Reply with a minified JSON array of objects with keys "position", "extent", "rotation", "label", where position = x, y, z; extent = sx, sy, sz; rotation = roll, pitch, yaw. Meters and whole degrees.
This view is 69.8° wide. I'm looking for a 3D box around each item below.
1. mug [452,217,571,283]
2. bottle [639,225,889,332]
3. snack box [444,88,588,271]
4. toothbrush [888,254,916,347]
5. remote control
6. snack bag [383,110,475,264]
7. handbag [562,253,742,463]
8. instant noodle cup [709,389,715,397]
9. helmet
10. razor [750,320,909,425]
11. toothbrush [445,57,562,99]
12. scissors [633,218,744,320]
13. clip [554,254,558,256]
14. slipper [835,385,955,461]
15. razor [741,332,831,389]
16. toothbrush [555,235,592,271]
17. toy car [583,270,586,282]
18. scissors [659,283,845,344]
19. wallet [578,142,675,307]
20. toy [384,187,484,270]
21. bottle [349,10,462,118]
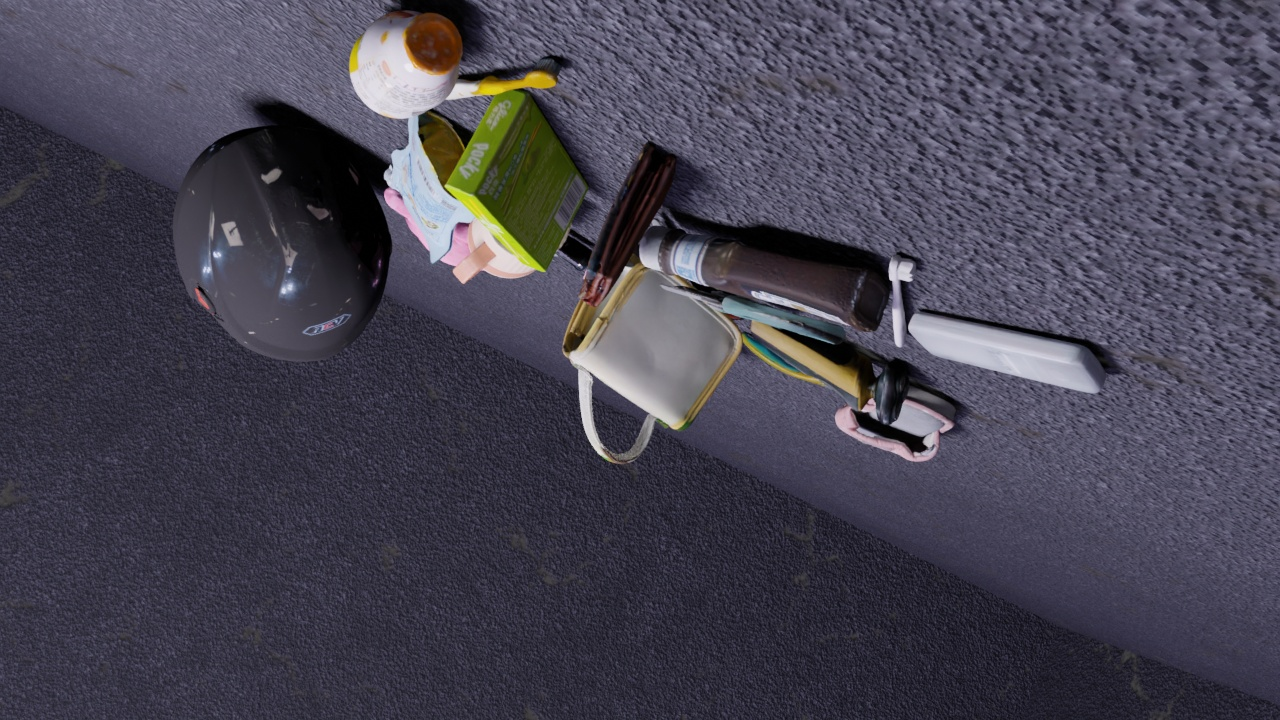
[{"position":[-0.124,-0.114,0.850],"extent":[0.081,0.114,0.106],"rotation":[52,165,-9],"label":"mug"},{"position":[0.087,-0.068,0.699],"extent":[0.195,0.044,0.079],"rotation":[18,180,32],"label":"bottle"},{"position":[-0.089,-0.133,0.704],"extent":[0.026,0.085,0.156],"rotation":[24,173,18],"label":"snack box"},{"position":[0.196,-0.040,0.685],"extent":[0.016,0.016,0.180],"rotation":[17,169,20],"label":"toothbrush"},{"position":[0.262,-0.008,0.664],"extent":[0.136,0.020,0.056],"rotation":[18,168,46],"label":"remote control"},{"position":[-0.198,-0.160,0.860],"extent":[0.110,0.038,0.191],"rotation":[55,158,-7],"label":"snack bag"},{"position":[-0.005,0.005,0.868],"extent":[0.163,0.178,0.063],"rotation":[36,174,-37],"label":"handbag"},{"position":[0.032,-0.008,1.069],"extent":[0.118,0.118,0.114],"rotation":[23,165,15],"label":"instant noodle cup"},{"position":[-0.410,-0.140,1.066],"extent":[0.231,0.232,0.274],"rotation":[-26,88,61],"label":"helmet"},{"position":[0.181,-0.002,0.880],"extent":[0.167,0.062,0.068],"rotation":[30,143,6],"label":"razor"},{"position":[-0.104,-0.192,0.630],"extent":[0.016,0.018,0.191],"rotation":[33,171,-35],"label":"toothbrush"},{"position":[0.036,-0.084,0.867],"extent":[0.228,0.021,0.220],"rotation":[20,171,41],"label":"scissors"},{"position":[-0.086,-0.123,1.006],"extent":[0.025,0.036,0.058],"rotation":[29,172,-42],"label":"clip"},{"position":[0.280,0.074,1.023],"extent":[0.114,0.054,0.274],"rotation":[24,172,6],"label":"slipper"},{"position":[0.167,0.002,1.016],"extent":[0.132,0.028,0.043],"rotation":[25,176,17],"label":"razor"},{"position":[-0.136,-0.156,0.923],"extent":[0.212,0.026,0.027],"rotation":[33,158,-27],"label":"toothbrush"},{"position":[-0.016,-0.079,0.990],"extent":[0.056,0.037,0.122],"rotation":[20,-177,-38],"label":"toy car"},{"position":[0.106,-0.039,0.781],"extent":[0.171,0.019,0.169],"rotation":[18,-175,30],"label":"scissors"},{"position":[-0.013,-0.093,0.674],"extent":[0.032,0.101,0.124],"rotation":[28,173,-2],"label":"wallet"},{"position":[-0.194,-0.140,1.043],"extent":[0.178,0.074,0.194],"rotation":[23,176,-2],"label":"toy"},{"position":[-0.146,-0.191,0.584],"extent":[0.063,0.063,0.108],"rotation":[30,172,-28],"label":"bottle"}]
